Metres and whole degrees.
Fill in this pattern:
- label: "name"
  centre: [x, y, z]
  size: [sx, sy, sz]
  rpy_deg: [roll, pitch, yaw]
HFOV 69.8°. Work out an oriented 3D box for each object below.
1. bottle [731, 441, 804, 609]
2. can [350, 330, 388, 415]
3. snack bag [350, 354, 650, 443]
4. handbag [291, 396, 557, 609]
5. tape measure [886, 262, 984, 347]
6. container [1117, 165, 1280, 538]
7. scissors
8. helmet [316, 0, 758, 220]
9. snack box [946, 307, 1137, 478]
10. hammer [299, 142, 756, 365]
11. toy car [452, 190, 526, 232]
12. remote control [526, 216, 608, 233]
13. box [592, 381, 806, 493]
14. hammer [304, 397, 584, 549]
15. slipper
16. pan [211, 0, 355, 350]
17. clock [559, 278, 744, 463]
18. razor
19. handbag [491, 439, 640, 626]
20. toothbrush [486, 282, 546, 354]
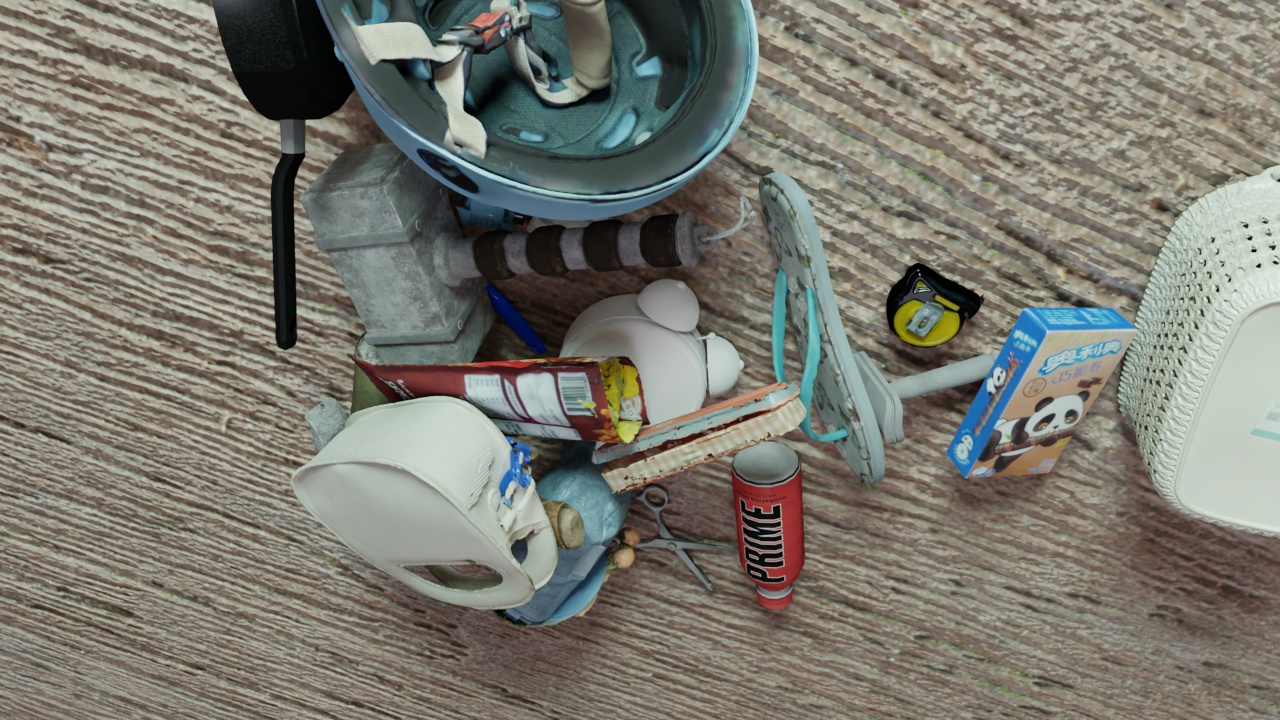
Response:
- label: "bottle"
  centre: [0.122, 0.162, 0.859]
  size: [0.062, 0.062, 0.177]
  rpy_deg: [-1, 124, 12]
- label: "can"
  centre: [-0.208, 0.021, 0.811]
  size: [0.090, 0.089, 0.075]
  rpy_deg: [17, 126, 0]
- label: "snack bag"
  centre: [-0.108, 0.035, 0.720]
  size: [0.208, 0.066, 0.139]
  rpy_deg: [-6, 149, 20]
- label: "handbag"
  centre: [-0.160, 0.123, 0.749]
  size: [0.201, 0.092, 0.199]
  rpy_deg: [-8, 125, 35]
- label: "tape measure"
  centre: [0.224, -0.039, 0.717]
  size: [0.061, 0.034, 0.062]
  rpy_deg: [25, 127, -5]
- label: "container"
  centre: [0.447, 0.005, 0.635]
  size: [0.185, 0.142, 0.247]
  rpy_deg: [11, 127, 20]
- label: "scissors"
  centre: [0.016, 0.183, 0.926]
  size: [0.175, 0.014, 0.142]
  rpy_deg: [-10, 119, 19]
- label: "helmet"
  centre: [-0.058, -0.194, 0.568]
  size: [0.265, 0.225, 0.167]
  rpy_deg: [39, 169, 5]
- label: "snack box"
  centre: [0.313, 0.028, 0.725]
  size: [0.087, 0.034, 0.152]
  rpy_deg: [-1, 129, -20]
- label: "hammer"
  centre: [-0.075, -0.081, 0.685]
  size: [0.327, 0.079, 0.177]
  rpy_deg: [-2, 129, 19]
- label: "toy car"
  centre: [-0.111, -0.149, 0.710]
  size: [0.060, 0.027, 0.108]
  rpy_deg: [19, 133, 3]
- label: "remote control"
  centre: [-0.037, -0.139, 0.714]
  size: [0.050, 0.011, 0.136]
  rpy_deg: [32, 124, -11]
- label: "box"
  centre: [0.045, 0.064, 0.717]
  size: [0.187, 0.056, 0.059]
  rpy_deg: [-23, 150, 34]
- label: "hammer"
  centre: [-0.183, 0.115, 0.832]
  size: [0.319, 0.048, 0.122]
  rpy_deg: [10, 124, 33]
- label: "slipper"
  centre: [0.125, -0.015, 0.718]
  size: [0.054, 0.098, 0.269]
  rpy_deg: [-23, 111, -6]
- label: "pan"
  centre: [-0.212, -0.177, 0.580]
  size: [0.044, 0.204, 0.356]
  rpy_deg: [4, 107, -3]
- label: "clock"
  centre: [-0.004, 0.005, 0.780]
  size: [0.161, 0.072, 0.125]
  rpy_deg: [-30, 114, 20]
- label: "razor"
  centre: [0.234, 0.017, 0.740]
  size: [0.116, 0.088, 0.047]
  rpy_deg: [-15, 122, -2]
- label: "handbag"
  centre: [-0.063, 0.168, 0.870]
  size: [0.118, 0.121, 0.192]
  rpy_deg: [31, 120, -9]
- label: "toothbrush"
  centre: [-0.141, -0.069, 0.779]
  size: [0.016, 0.018, 0.182]
  rpy_deg: [-22, 118, 38]
